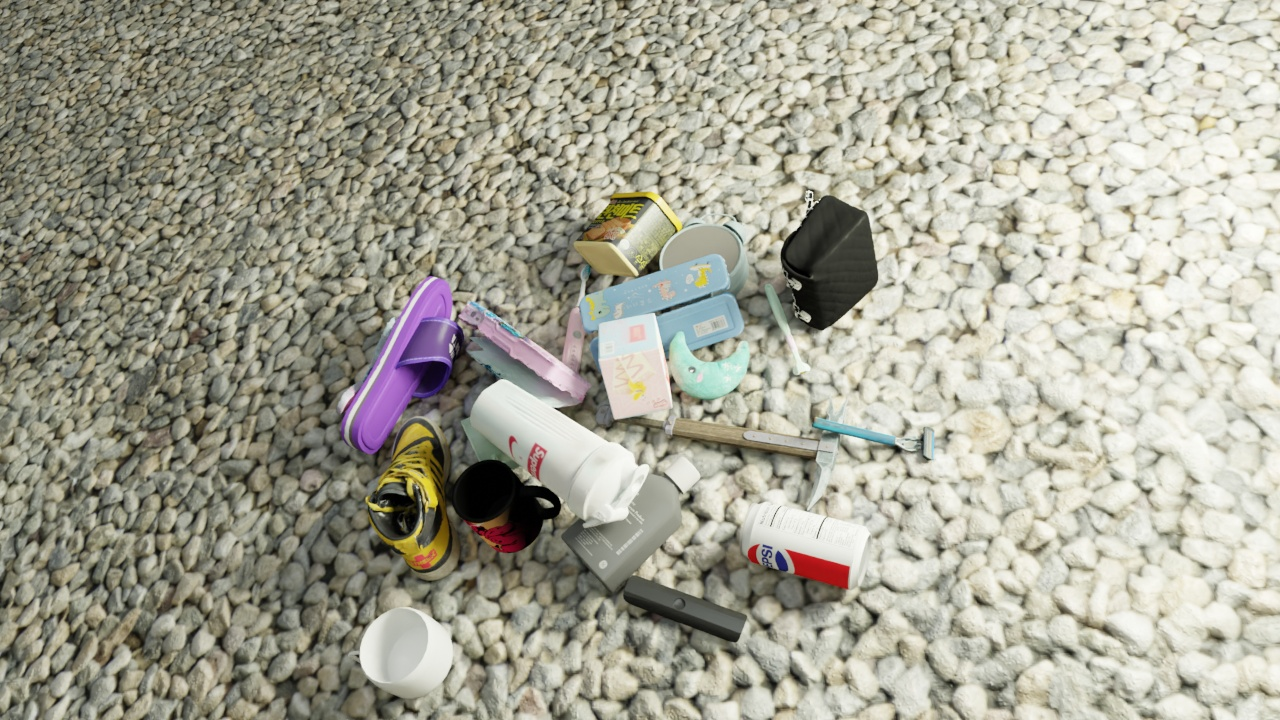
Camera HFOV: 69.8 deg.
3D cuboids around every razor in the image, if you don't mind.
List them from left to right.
[{"bbox_3d":[0.273,0.088,1.079,0.144,0.022,0.042,11,59,4],"label":"razor"}]

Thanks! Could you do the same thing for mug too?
[{"bbox_3d":[-0.282,0.343,1.072,0.116,0.068,0.094,-10,55,11],"label":"mug"},{"bbox_3d":[-0.156,0.177,1.123,0.118,0.098,0.081,-8,56,12],"label":"mug"},{"bbox_3d":[-0.163,0.101,1.179,0.104,0.084,0.111,-25,31,-11],"label":"mug"}]

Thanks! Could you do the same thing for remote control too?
[{"bbox_3d":[0.050,0.280,1.040,0.147,0.015,0.033,14,63,25],"label":"remote control"}]

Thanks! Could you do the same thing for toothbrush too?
[{"bbox_3d":[-0.091,-0.045,1.292,0.027,0.027,0.222,19,56,-19],"label":"toothbrush"},{"bbox_3d":[0.190,-0.044,1.210,0.022,0.015,0.154,-18,54,4],"label":"toothbrush"}]

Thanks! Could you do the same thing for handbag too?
[{"bbox_3d":[0.224,-0.126,1.170,0.115,0.154,0.125,36,78,29],"label":"handbag"}]

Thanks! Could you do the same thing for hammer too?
[{"bbox_3d":[0.087,0.094,1.143,0.317,0.028,0.146,7,60,22],"label":"hammer"}]

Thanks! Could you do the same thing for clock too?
[{"bbox_3d":[0.091,-0.144,1.289,0.123,0.045,0.159,8,62,22],"label":"clock"}]

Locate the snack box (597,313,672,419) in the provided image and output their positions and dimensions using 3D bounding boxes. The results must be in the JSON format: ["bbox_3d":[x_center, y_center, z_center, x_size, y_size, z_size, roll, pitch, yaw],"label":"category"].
[{"bbox_3d":[-0.007,0.007,1.170,0.079,0.095,0.092,-11,30,3],"label":"snack box"}]

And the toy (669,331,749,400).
[{"bbox_3d":[0.085,0.008,1.187,0.105,0.033,0.085,10,79,11],"label":"toy"}]

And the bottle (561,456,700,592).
[{"bbox_3d":[-0.002,0.185,1.100,0.173,0.046,0.084,-42,55,-11],"label":"bottle"}]

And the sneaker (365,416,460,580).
[{"bbox_3d":[-0.295,0.152,1.170,0.086,0.122,0.238,-21,55,1],"label":"sneaker"}]

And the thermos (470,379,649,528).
[{"bbox_3d":[-0.099,0.109,1.085,0.220,0.099,0.099,31,71,25],"label":"thermos"}]

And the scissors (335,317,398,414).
[{"bbox_3d":[-0.380,0.014,1.284,0.013,0.170,0.177,28,103,-6],"label":"scissors"}]

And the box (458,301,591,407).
[{"bbox_3d":[-0.167,0.002,1.233,0.230,0.084,0.071,33,86,42],"label":"box"}]

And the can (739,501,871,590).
[{"bbox_3d":[0.182,0.203,1.015,0.132,0.070,0.070,11,62,24],"label":"can"}]

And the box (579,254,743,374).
[{"bbox_3d":[0.025,-0.061,1.222,0.209,0.043,0.125,-18,85,9],"label":"box"}]

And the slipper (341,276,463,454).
[{"bbox_3d":[-0.306,0.015,1.278,0.084,0.107,0.265,18,65,16],"label":"slipper"}]

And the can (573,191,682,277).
[{"bbox_3d":[-0.021,-0.178,1.306,0.101,0.072,0.131,-50,28,-14],"label":"can"}]
